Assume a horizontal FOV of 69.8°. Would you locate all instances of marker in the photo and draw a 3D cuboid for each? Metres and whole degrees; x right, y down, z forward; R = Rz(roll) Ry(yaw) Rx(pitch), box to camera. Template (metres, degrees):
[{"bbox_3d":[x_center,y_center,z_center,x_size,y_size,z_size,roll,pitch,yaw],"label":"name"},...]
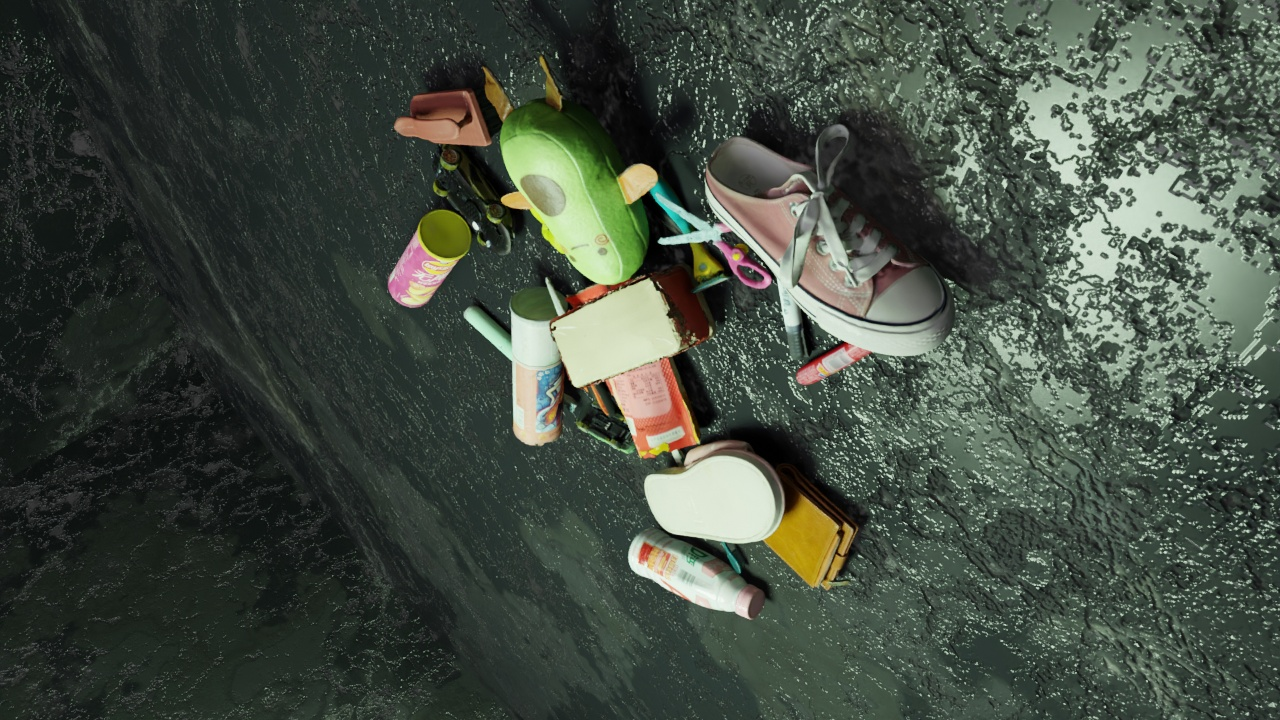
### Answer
[{"bbox_3d":[0.136,-0.056,0.823,0.023,0.018,0.131,2,127,23],"label":"marker"}]

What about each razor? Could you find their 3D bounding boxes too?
[{"bbox_3d":[0.038,-0.127,0.872,0.043,0.028,0.132,-22,107,38],"label":"razor"}]

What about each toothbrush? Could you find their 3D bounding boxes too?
[{"bbox_3d":[-0.019,-0.185,0.907,0.181,0.018,0.016,46,150,9],"label":"toothbrush"},{"bbox_3d":[0.085,0.184,1.144,0.016,0.018,0.191,-10,111,58],"label":"toothbrush"},{"bbox_3d":[-0.167,-0.005,1.285,0.224,0.026,0.027,40,129,21],"label":"toothbrush"}]

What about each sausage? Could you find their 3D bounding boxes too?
[{"bbox_3d":[0.182,-0.006,0.809,0.020,0.020,0.156,53,150,1],"label":"sausage"}]

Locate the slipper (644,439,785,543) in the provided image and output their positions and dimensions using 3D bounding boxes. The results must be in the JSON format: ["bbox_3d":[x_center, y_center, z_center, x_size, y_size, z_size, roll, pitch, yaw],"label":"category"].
[{"bbox_3d":[0.088,0.152,1.055,0.275,0.054,0.114,-26,87,61],"label":"slipper"}]

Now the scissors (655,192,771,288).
[{"bbox_3d":[0.071,-0.118,0.826,0.133,0.017,0.126,36,143,2],"label":"scissors"}]

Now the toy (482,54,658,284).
[{"bbox_3d":[-0.066,-0.172,0.874,0.227,0.089,0.247,6,136,51],"label":"toy"}]

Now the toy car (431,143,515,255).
[{"bbox_3d":[-0.202,-0.197,1.118,0.158,0.042,0.070,52,150,4],"label":"toy car"}]

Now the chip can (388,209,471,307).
[{"bbox_3d":[-0.299,-0.139,1.286,0.071,0.071,0.211,55,150,-3],"label":"chip can"}]

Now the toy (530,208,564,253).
[{"bbox_3d":[-0.098,-0.167,1.018,0.100,0.031,0.097,55,152,-4],"label":"toy"}]

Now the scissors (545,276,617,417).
[{"bbox_3d":[-0.066,-0.010,1.094,0.136,0.021,0.235,53,167,20],"label":"scissors"}]

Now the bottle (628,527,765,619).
[{"bbox_3d":[0.075,0.284,1.215,0.197,0.068,0.068,17,134,40],"label":"bottle"}]

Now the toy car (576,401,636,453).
[{"bbox_3d":[-0.040,0.088,1.186,0.091,0.043,0.036,28,165,24],"label":"toy car"}]

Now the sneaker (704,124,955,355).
[{"bbox_3d":[0.137,-0.100,0.696,0.241,0.118,0.088,45,170,23],"label":"sneaker"}]

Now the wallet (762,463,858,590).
[{"bbox_3d":[0.182,0.188,0.992,0.119,0.035,0.131,39,147,26],"label":"wallet"}]

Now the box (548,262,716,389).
[{"bbox_3d":[-0.016,-0.029,0.945,0.169,0.079,0.091,-21,93,42],"label":"box"}]

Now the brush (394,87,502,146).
[{"bbox_3d":[-0.224,-0.275,1.043,0.146,0.069,0.063,16,133,46],"label":"brush"}]

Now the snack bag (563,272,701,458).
[{"bbox_3d":[-0.006,0.006,1.044,0.129,0.073,0.208,-12,104,50],"label":"snack bag"}]

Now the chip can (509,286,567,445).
[{"bbox_3d":[-0.132,0.012,1.184,0.071,0.071,0.215,34,138,29],"label":"chip can"}]
